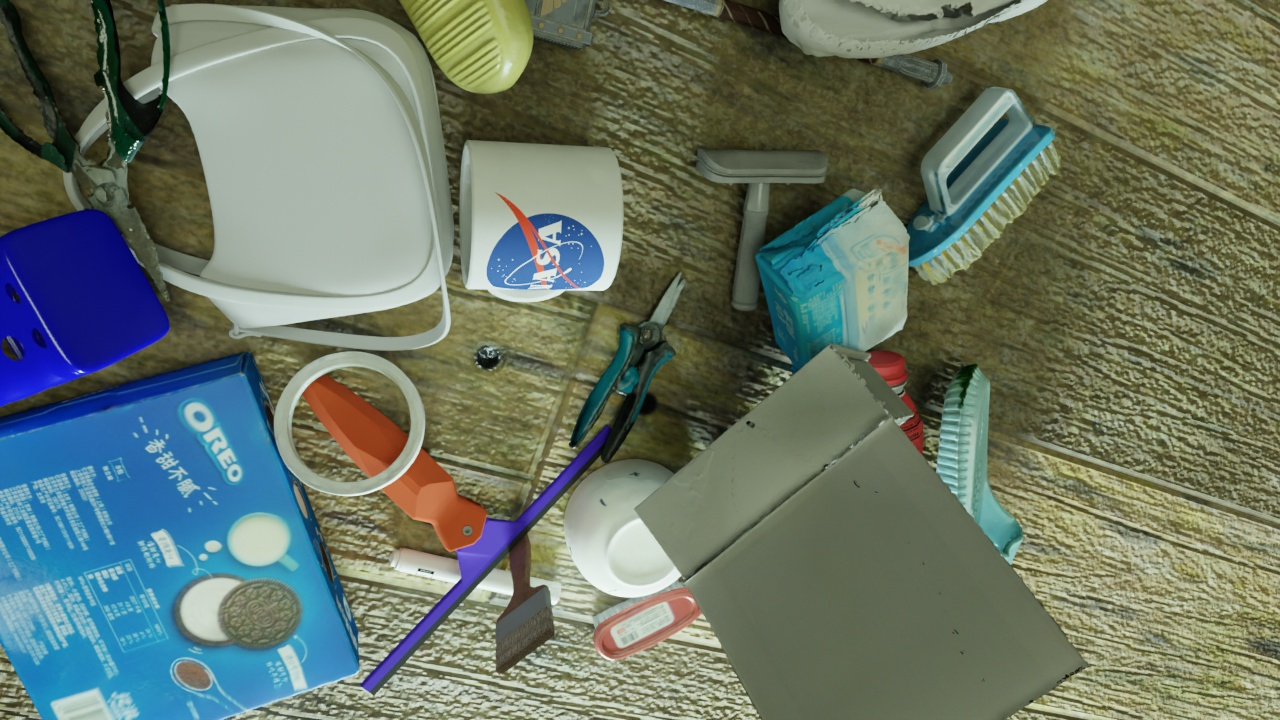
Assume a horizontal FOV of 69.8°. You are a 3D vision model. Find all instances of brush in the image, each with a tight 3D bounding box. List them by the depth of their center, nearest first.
[{"bbox_3d":[-0.081,0.153,0.630,0.045,0.143,0.008,-38,113,8],"label":"brush"},{"bbox_3d":[0.236,-0.125,0.673,0.075,0.055,0.136,40,94,-28],"label":"brush"},{"bbox_3d":[0.041,0.188,0.737,0.172,0.030,0.041,-23,112,-6],"label":"brush"}]

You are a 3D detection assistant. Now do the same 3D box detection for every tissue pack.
[{"bbox_3d":[0.136,-0.053,0.647,0.093,0.061,0.144,-30,146,-4],"label":"tissue pack"}]

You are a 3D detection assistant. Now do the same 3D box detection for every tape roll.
[{"bbox_3d":[-0.186,0.041,0.591,0.093,0.013,0.093,1,81,-7],"label":"tape roll"}]

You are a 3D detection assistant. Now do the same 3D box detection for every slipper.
[{"bbox_3d":[-0.105,-0.248,0.518,0.081,0.092,0.190,-33,100,-39],"label":"slipper"},{"bbox_3d":[0.196,-0.253,0.599,0.246,0.075,0.112,-24,70,-19],"label":"slipper"},{"bbox_3d":[0.269,0.139,0.744,0.115,0.070,0.276,-21,117,-57],"label":"slipper"}]

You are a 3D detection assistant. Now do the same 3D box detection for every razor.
[{"bbox_3d":[0.080,-0.091,0.653,0.088,0.047,0.116,-3,116,-15],"label":"razor"}]

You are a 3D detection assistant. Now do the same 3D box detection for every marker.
[{"bbox_3d":[-0.124,0.163,0.691,0.133,0.017,0.020,18,139,-20],"label":"marker"}]

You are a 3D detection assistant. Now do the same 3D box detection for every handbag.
[{"bbox_3d":[-0.228,-0.097,0.542,0.222,0.095,0.216,-5,109,-1],"label":"handbag"}]

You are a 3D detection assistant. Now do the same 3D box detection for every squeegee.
[{"bbox_3d":[-0.158,0.079,0.631,0.249,0.055,0.185,-46,102,-13],"label":"squeegee"}]

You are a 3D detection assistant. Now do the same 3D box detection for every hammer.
[{"bbox_3d":[0.075,-0.226,0.606,0.321,0.044,0.098,9,105,-21],"label":"hammer"}]

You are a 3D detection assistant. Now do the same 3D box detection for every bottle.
[{"bbox_3d":[0.191,0.079,0.726,0.062,0.062,0.177,-10,110,-12],"label":"bottle"}]

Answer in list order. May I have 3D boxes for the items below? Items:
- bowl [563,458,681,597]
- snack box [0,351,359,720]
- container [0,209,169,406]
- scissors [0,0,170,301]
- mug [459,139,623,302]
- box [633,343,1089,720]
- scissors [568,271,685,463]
[{"bbox_3d":[-0.004,0.132,0.694,0.104,0.054,0.105,-4,108,-13],"label":"bowl"},{"bbox_3d":[-0.316,0.131,0.605,0.195,0.056,0.239,-16,110,-10],"label":"snack box"},{"bbox_3d":[-0.344,-0.023,0.507,0.114,0.084,0.085,-17,107,16],"label":"container"},{"bbox_3d":[-0.328,-0.125,0.516,0.155,0.015,0.210,9,108,5],"label":"scissors"},{"bbox_3d":[-0.069,-0.081,0.593,0.090,0.091,0.122,-1,143,-16],"label":"mug"},{"bbox_3d":[0.106,0.137,0.470,0.148,0.505,0.167,41,107,-19],"label":"box"},{"bbox_3d":[-0.010,0.005,0.663,0.138,0.019,0.129,-22,113,-19],"label":"scissors"}]
